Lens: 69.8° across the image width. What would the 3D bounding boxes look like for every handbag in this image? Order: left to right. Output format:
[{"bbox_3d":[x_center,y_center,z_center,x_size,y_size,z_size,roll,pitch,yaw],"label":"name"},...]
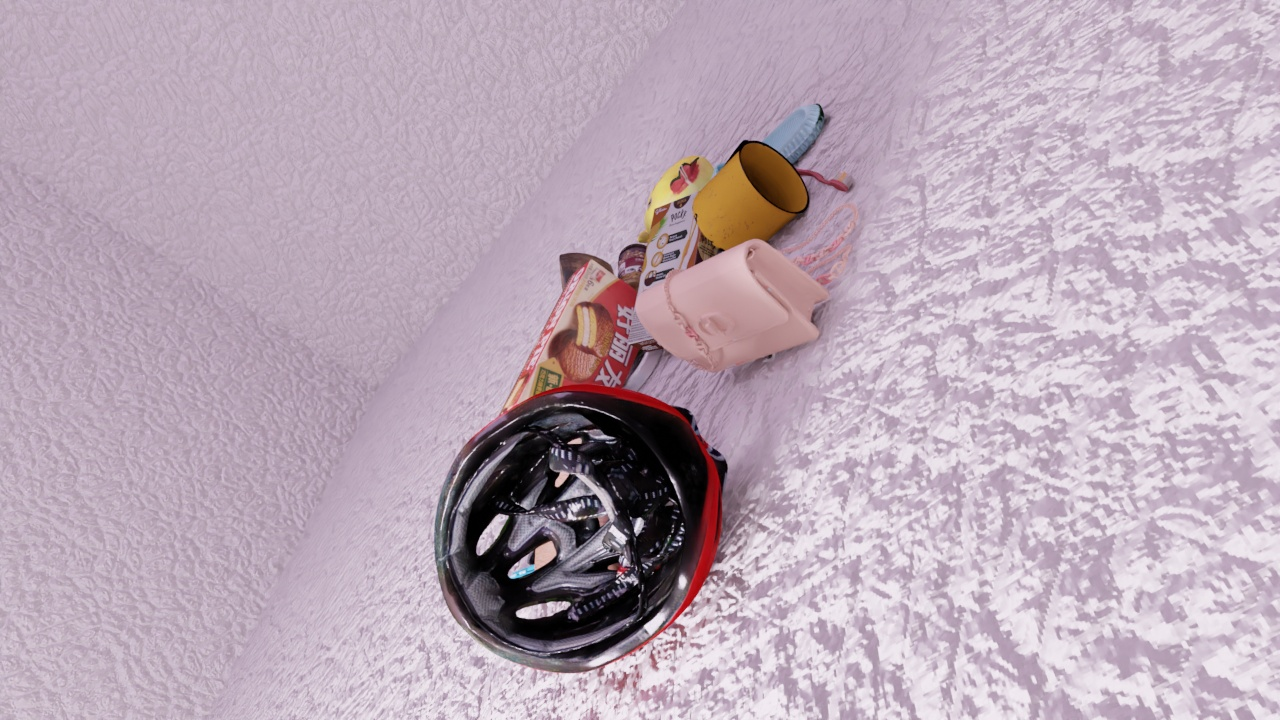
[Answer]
[{"bbox_3d":[0.090,-0.092,0.899,0.199,0.116,0.186,-22,39,48],"label":"handbag"}]

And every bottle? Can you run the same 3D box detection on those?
[{"bbox_3d":[-0.005,-0.119,1.321,0.056,0.056,0.105,-45,25,28],"label":"bottle"}]

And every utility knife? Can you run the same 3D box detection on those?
[{"bbox_3d":[-0.143,0.257,1.084,0.149,0.015,0.022,-33,24,55],"label":"utility knife"}]

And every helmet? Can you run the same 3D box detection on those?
[{"bbox_3d":[-0.051,0.136,0.762,0.273,0.217,0.166,-37,-9,21],"label":"helmet"}]

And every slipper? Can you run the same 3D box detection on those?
[{"bbox_3d":[0.125,-0.228,1.181,0.277,0.069,0.115,-48,16,19],"label":"slipper"}]

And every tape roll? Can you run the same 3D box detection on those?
[{"bbox_3d":[-0.007,0.007,1.175,0.094,0.018,0.093,-48,20,22],"label":"tape roll"}]

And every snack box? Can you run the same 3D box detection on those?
[{"bbox_3d":[-0.073,-0.001,1.141,0.060,0.113,0.235,-29,31,53],"label":"snack box"},{"bbox_3d":[0.044,-0.108,1.114,0.101,0.031,0.185,-11,62,50],"label":"snack box"}]

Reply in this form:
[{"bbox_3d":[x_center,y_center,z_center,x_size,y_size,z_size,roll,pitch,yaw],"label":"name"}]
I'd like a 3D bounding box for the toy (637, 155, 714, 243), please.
[{"bbox_3d":[0.055,-0.223,1.325,0.133,0.092,0.208,-53,7,-14],"label":"toy"}]

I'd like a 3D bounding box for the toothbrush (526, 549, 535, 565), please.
[{"bbox_3d":[-0.087,0.171,1.097,0.167,0.013,0.013,-59,26,-11],"label":"toothbrush"}]

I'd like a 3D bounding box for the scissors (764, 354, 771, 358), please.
[{"bbox_3d":[0.109,-0.035,0.951,0.121,0.014,0.159,-29,28,34],"label":"scissors"}]

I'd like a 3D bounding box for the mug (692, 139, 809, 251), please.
[{"bbox_3d":[0.120,-0.190,1.050,0.094,0.100,0.123,-42,51,41],"label":"mug"}]

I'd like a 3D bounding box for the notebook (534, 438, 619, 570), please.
[{"bbox_3d":[-0.058,0.142,0.944,0.211,0.022,0.169,-23,63,59],"label":"notebook"}]

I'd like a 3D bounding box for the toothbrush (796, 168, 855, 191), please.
[{"bbox_3d":[0.201,-0.209,1.036,0.016,0.015,0.184,-50,17,7],"label":"toothbrush"}]

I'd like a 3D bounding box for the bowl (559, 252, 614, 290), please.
[{"bbox_3d":[-0.069,-0.074,1.296,0.162,0.070,0.162,171,91,-84],"label":"bowl"}]
